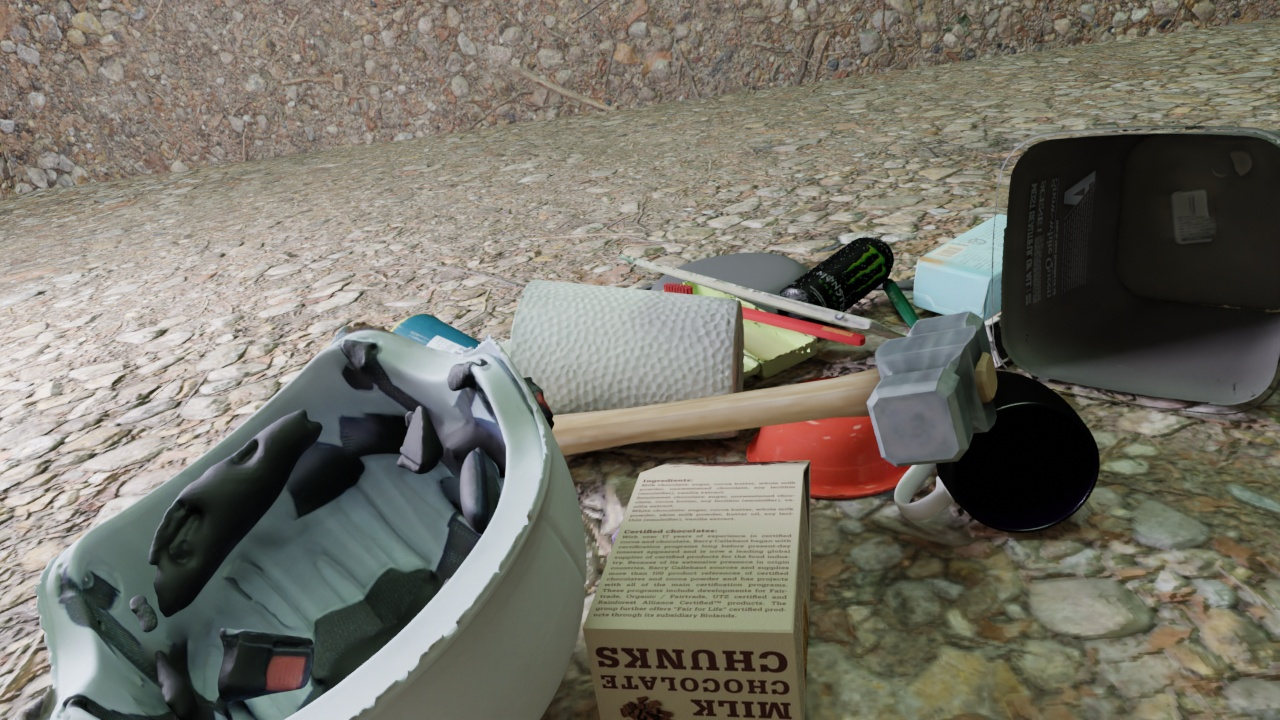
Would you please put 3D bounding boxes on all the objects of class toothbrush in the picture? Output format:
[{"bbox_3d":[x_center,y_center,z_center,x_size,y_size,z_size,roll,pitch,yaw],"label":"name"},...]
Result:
[{"bbox_3d":[0.251,-0.038,0.841,0.016,0.017,0.189,-5,26,2],"label":"toothbrush"},{"bbox_3d":[0.107,-0.045,0.842,0.213,0.018,0.012,16,36,35],"label":"toothbrush"}]

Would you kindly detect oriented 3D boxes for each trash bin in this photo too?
[{"bbox_3d":[-0.004,0.004,0.710,0.161,0.133,0.133,1,24,11],"label":"trash bin"},{"bbox_3d":[0.416,-0.092,0.714,0.198,0.197,0.219,12,24,42],"label":"trash bin"}]

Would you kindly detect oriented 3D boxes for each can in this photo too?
[{"bbox_3d":[0.190,-0.074,0.891,0.137,0.054,0.054,-34,33,-31],"label":"can"}]

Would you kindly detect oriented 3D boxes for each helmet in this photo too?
[{"bbox_3d":[-0.126,0.114,0.427,0.264,0.164,0.236,13,51,47],"label":"helmet"}]

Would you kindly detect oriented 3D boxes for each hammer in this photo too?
[{"bbox_3d":[0.052,0.033,0.576,0.324,0.051,0.117,-10,16,31],"label":"hammer"}]

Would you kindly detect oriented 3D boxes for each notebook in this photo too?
[{"bbox_3d":[0.113,-0.044,0.717,0.182,0.010,0.252,17,6,23],"label":"notebook"}]

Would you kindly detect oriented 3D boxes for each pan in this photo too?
[{"bbox_3d":[0.158,-0.086,0.991,0.355,0.024,0.215,0,24,19],"label":"pan"}]

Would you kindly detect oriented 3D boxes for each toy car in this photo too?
[{"bbox_3d":[0.321,-0.030,0.786,0.112,0.039,0.039,-25,7,-36],"label":"toy car"}]

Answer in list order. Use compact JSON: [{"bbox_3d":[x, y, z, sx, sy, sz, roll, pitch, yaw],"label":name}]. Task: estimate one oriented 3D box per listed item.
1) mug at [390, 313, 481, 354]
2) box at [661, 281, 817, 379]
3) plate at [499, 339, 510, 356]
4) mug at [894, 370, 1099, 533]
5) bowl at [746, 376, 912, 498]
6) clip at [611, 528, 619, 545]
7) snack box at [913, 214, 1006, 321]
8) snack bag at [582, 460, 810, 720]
[{"bbox_3d":[-0.167,0.009,0.822,0.121,0.078,0.078,19,35,40],"label":"mug"},{"bbox_3d":[0.054,-0.024,0.855,0.137,0.024,0.187,-20,32,-29],"label":"box"},{"bbox_3d":[-0.096,-0.004,0.876,0.104,0.026,0.104,-13,18,4],"label":"plate"},{"bbox_3d":[0.212,0.057,0.577,0.119,0.085,0.100,-34,11,16],"label":"mug"},{"bbox_3d":[0.139,0.046,0.656,0.130,0.045,0.130,-7,23,3],"label":"bowl"},{"bbox_3d":[0.004,0.108,0.600,0.050,0.014,0.046,-29,30,-35],"label":"clip"},{"bbox_3d":[0.343,-0.092,0.895,0.075,0.053,0.174,22,37,40],"label":"snack box"},{"bbox_3d":[0.044,0.108,0.509,0.094,0.070,0.205,-3,23,13],"label":"snack bag"}]
